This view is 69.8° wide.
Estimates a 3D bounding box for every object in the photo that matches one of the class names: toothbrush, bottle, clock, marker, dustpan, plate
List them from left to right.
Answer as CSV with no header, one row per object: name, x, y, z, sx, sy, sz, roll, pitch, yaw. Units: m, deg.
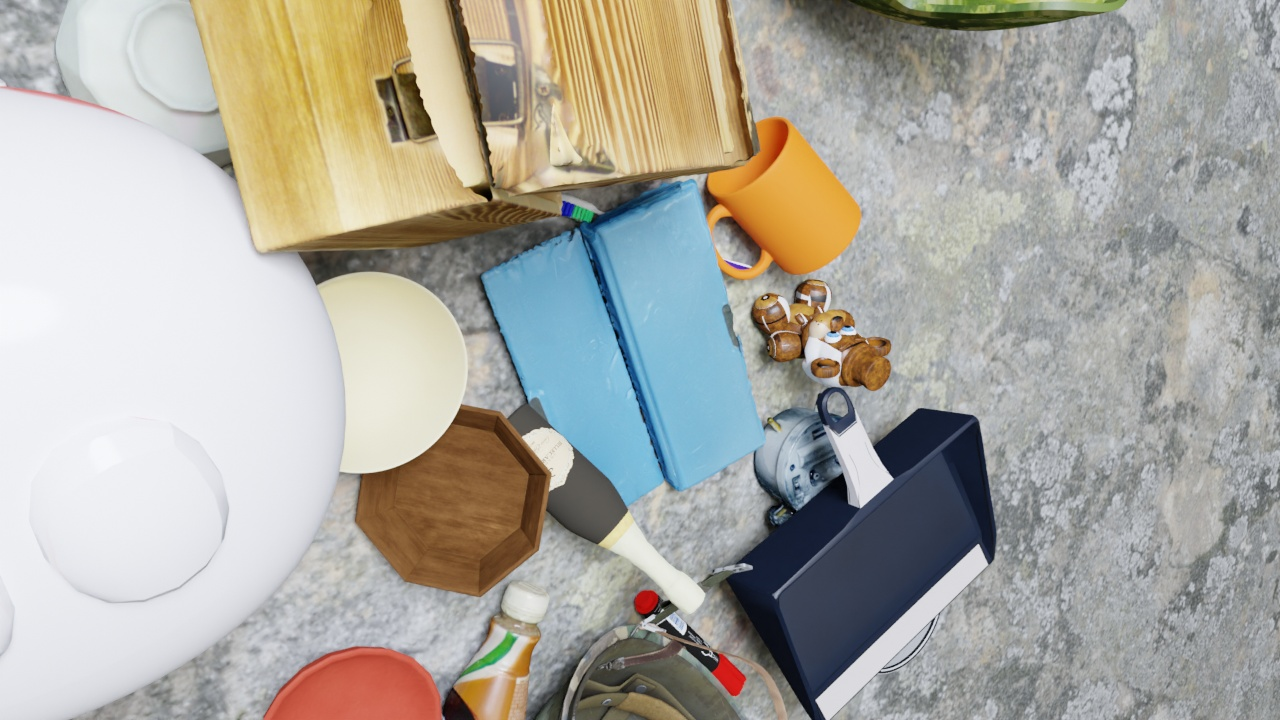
plate,-0.121,0.088,0.607,0.131,0.025,0.131,1,95,6
bottle,-0.108,0.242,0.660,0.059,0.059,0.167,21,89,-33
bottle,-0.028,0.108,0.637,0.184,0.045,0.045,43,75,1
toothbrush,0.015,-0.089,0.690,0.186,0.015,0.016,17,93,-34
marker,0.043,0.239,0.775,0.023,0.021,0.145,-44,120,-7
clock,0.146,0.098,0.789,0.090,0.052,0.129,-22,110,-26
dustpan,0.188,0.135,0.738,0.235,0.080,0.273,-36,106,-19

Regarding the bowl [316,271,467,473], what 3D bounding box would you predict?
bowl,-0.174,0.001,0.558,0.117,0.074,0.118,-7,104,-30

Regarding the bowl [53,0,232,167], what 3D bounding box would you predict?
bowl,-0.244,-0.160,0.489,0.117,0.061,0.117,-8,105,-30

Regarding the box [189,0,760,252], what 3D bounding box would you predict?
box,-0.068,-0.205,0.407,0.221,0.258,0.279,-10,98,5

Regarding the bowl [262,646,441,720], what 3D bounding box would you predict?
bowl,-0.199,0.245,0.620,0.121,0.035,0.122,-7,104,-30

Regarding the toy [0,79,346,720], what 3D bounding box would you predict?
toy,-0.270,0.008,0.385,0.262,0.281,0.266,-24,132,-25

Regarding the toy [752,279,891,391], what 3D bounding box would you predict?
toy,0.149,-0.015,0.735,0.087,0.113,0.067,-20,121,-27

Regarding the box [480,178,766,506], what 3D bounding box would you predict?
box,-0.004,0.004,0.682,0.174,0.033,0.232,-28,118,-18

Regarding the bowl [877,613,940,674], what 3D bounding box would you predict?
bowl,0.213,0.218,0.847,0.120,0.066,0.120,-7,104,-30

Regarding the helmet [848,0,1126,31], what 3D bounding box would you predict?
helmet,0.218,-0.342,0.627,0.242,0.247,0.213,-57,153,-55

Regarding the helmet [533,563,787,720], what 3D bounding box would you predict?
helmet,0.024,0.288,0.667,0.224,0.192,0.237,6,134,-40

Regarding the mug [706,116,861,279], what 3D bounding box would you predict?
mug,0.099,-0.112,0.703,0.112,0.077,0.096,-49,121,1
